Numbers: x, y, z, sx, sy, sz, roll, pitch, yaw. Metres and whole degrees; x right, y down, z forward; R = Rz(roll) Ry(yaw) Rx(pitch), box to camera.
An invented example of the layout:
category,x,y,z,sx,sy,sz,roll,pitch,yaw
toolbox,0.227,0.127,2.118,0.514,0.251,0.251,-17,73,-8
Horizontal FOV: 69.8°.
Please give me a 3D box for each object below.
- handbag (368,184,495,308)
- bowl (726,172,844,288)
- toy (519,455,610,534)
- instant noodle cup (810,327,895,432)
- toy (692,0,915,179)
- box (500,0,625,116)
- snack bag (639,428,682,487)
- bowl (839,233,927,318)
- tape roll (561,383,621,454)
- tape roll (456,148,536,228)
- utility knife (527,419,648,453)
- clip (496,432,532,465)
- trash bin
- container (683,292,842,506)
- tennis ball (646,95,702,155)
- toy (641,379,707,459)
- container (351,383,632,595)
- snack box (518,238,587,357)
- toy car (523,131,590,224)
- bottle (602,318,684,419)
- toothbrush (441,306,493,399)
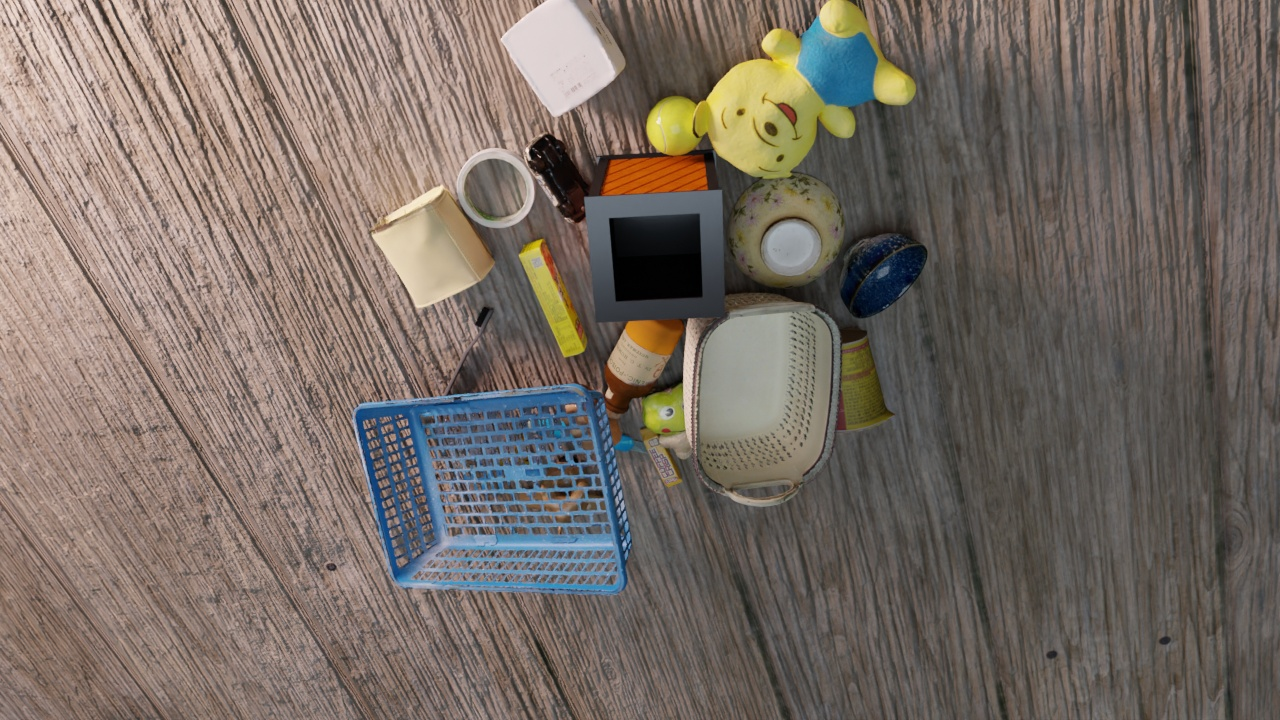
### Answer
category,x,y,z,sx,sy,sz,roll,pitch,yaw
handbag,-0.253,-0.138,1.105,0.111,0.081,0.119,-22,115,21
bowl,0.176,-0.143,1.089,0.145,0.063,0.145,1,117,1
toy,-0.103,0.186,1.248,0.134,0.108,0.106,5,94,0
instant noodle cup,0.255,0.022,1.157,0.100,0.100,0.112,-10,107,7
toy,0.171,-0.288,1.006,0.214,0.083,0.149,-35,113,21
box,-0.079,-0.343,1.017,0.103,0.095,0.107,-27,108,27
snack bag,0.029,0.133,1.258,0.026,0.020,0.099,-19,114,13
bowl,0.277,-0.111,1.094,0.114,0.060,0.115,-28,148,-19
tape roll,-0.065,0.076,1.193,0.027,0.093,0.094,-36,110,18
tape roll,-0.172,-0.206,1.098,0.094,0.018,0.094,1,117,2
utility knife,-0.072,0.103,1.251,0.175,0.015,0.031,14,119,-6
clip,-0.168,0.127,1.261,0.054,0.047,0.046,-35,85,16
trash bin,0.020,-0.144,1.034,0.140,0.171,0.140,-2,116,4
container,0.139,0.033,1.116,0.184,0.143,0.252,-5,112,-11
tennis ball,0.039,-0.264,1.033,0.065,0.065,0.065,1,117,2
toy,0.054,0.082,1.217,0.092,0.043,0.118,-21,118,-2
container,-0.179,0.156,1.162,0.363,0.089,0.257,-5,101,27
snack box,-0.108,-0.077,1.147,0.029,0.040,0.148,-17,115,11
toy car,-0.096,-0.213,1.078,0.048,0.041,0.113,-45,119,-21
bottle,-0.007,0.007,1.170,0.068,0.067,0.157,24,115,-9
toothbrush,-0.232,-0.001,1.207,0.013,0.012,0.168,29,115,-3
